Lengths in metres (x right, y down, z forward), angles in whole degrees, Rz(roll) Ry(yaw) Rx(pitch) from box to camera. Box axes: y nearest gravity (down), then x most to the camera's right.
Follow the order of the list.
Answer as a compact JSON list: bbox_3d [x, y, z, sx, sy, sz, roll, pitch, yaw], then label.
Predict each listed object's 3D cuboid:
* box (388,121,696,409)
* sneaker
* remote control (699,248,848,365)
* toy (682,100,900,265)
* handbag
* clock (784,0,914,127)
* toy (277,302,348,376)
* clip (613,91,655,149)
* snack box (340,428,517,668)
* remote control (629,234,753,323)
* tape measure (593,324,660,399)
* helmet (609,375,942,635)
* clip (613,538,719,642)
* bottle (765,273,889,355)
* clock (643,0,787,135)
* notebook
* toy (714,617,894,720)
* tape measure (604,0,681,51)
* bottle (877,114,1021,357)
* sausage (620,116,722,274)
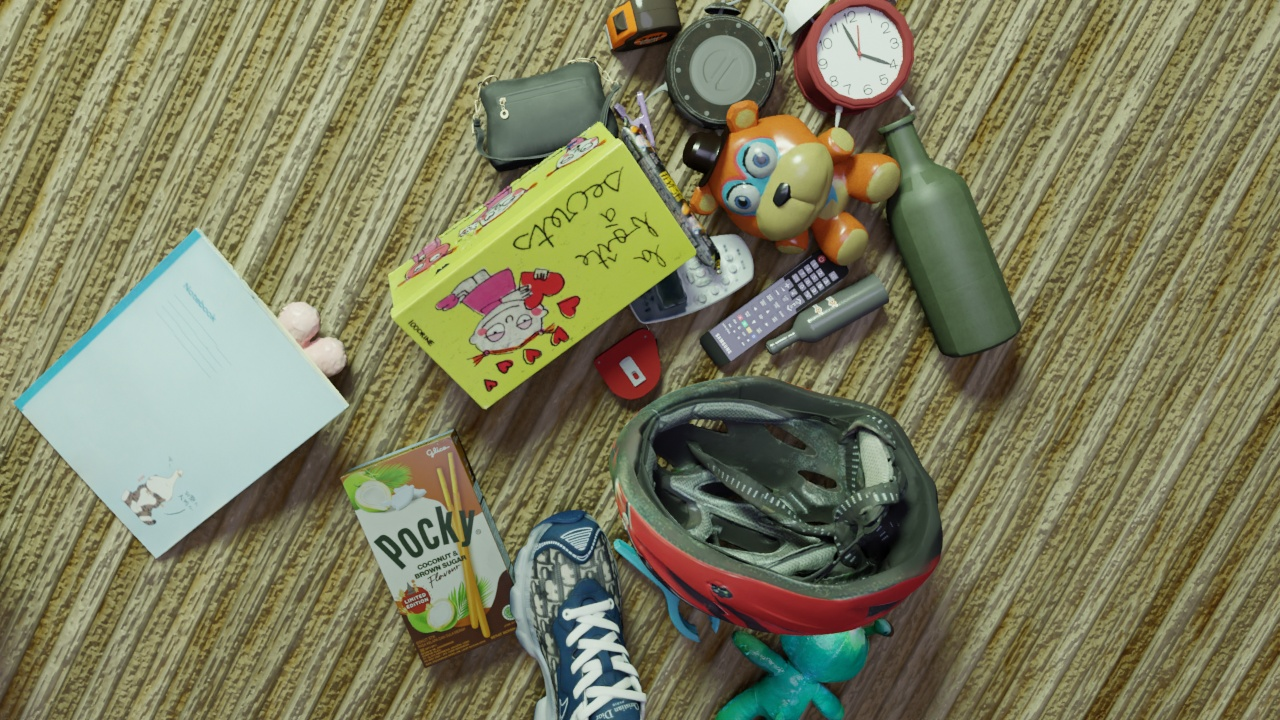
[{"bbox_3d":[-0.079,-0.077,0.739,0.221,0.080,0.124,-33,126,4],"label":"box"},{"bbox_3d":[-0.037,0.263,0.770,0.103,0.132,0.269,-8,101,-25],"label":"sneaker"},{"bbox_3d":[0.119,-0.049,0.812,0.147,0.015,0.033,-36,98,1],"label":"remote control"},{"bbox_3d":[0.119,-0.148,0.760,0.176,0.096,0.112,20,117,-3],"label":"toy"},{"bbox_3d":[-0.078,-0.206,0.762,0.128,0.054,0.079,-14,94,0],"label":"handbag"},{"bbox_3d":[0.175,-0.267,0.772,0.096,0.048,0.137,-17,99,-2],"label":"clock"},{"bbox_3d":[-0.304,0.001,0.774,0.105,0.053,0.108,-34,98,-3],"label":"toy"},{"bbox_3d":[0.001,-0.208,0.786,0.051,0.014,0.045,36,91,-4],"label":"clip"},{"bbox_3d":[-0.178,0.166,0.812,0.101,0.031,0.186,-21,98,-1],"label":"snack box"},{"bbox_3d":[0.042,-0.072,0.798,0.114,0.028,0.060,-19,97,-1],"label":"remote control"},{"bbox_3d":[-0.005,0.005,0.809,0.059,0.019,0.051,-35,98,1],"label":"tape measure"},{"bbox_3d":[0.104,0.120,0.745,0.272,0.216,0.167,13,133,-2],"label":"helmet"},{"bbox_3d":[0.025,0.204,0.835,0.103,0.027,0.120,-29,98,3],"label":"clip"},{"bbox_3d":[0.162,-0.037,0.809,0.113,0.030,0.030,-29,98,0],"label":"bottle"},{"bbox_3d":[0.069,-0.244,0.769,0.091,0.043,0.123,37,95,-8],"label":"clock"},{"bbox_3d":[-0.384,0.036,0.757,0.254,0.009,0.181,-36,98,19],"label":"notebook"},{"bbox_3d":[0.146,0.285,0.834,0.130,0.072,0.193,33,103,-7],"label":"toy"},{"bbox_3d":[0.002,-0.283,0.754,0.058,0.059,0.038,-15,96,-5],"label":"tape measure"},{"bbox_3d":[0.256,-0.108,0.786,0.071,0.071,0.207,-24,98,-1],"label":"bottle"},{"bbox_3d":[0.025,-0.138,0.771,0.020,0.020,0.155,-33,89,1],"label":"sausage"}]
